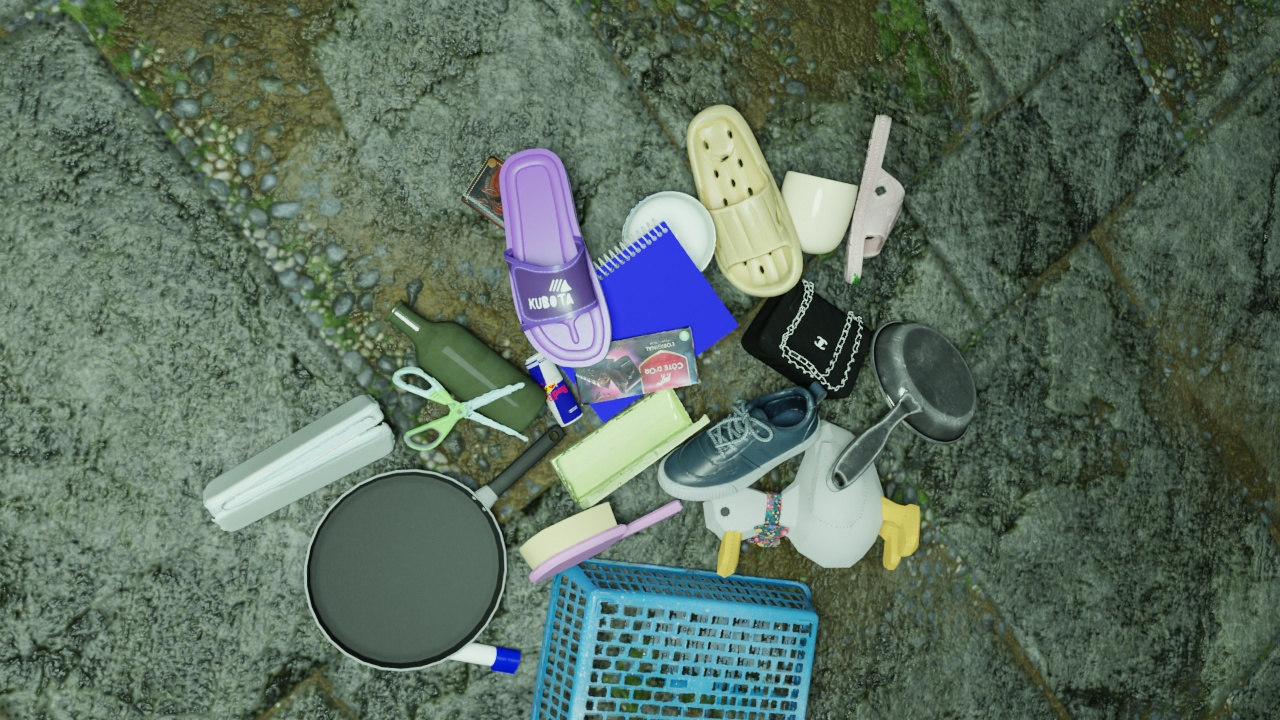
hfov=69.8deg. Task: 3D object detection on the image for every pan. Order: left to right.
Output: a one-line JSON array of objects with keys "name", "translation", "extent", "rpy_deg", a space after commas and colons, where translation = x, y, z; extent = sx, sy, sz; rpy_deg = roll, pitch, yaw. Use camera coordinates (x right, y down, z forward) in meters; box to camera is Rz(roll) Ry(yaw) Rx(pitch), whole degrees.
[{"name": "pan", "translation": [-0.224, 0.199, 1.086], "extent": [0.355, 0.034, 0.225], "rpy_deg": [-42, 95, -20]}, {"name": "pan", "translation": [0.343, 0.064, 1.210], "extent": [0.187, 0.055, 0.355], "rpy_deg": [51, 47, 1]}]

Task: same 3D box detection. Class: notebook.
[{"name": "notebook", "translation": [-0.012, -0.051, 1.142], "extent": [0.209, 0.022, 0.171], "rpy_deg": [-36, 102, 4]}]

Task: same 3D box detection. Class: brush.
[{"name": "brush", "translation": [-0.043, 0.204, 1.123], "extent": [0.228, 0.089, 0.043], "rpy_deg": [-18, 71, -39]}]

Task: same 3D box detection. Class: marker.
[{"name": "marker", "translation": [-0.212, 0.350, 1.100], "extent": [0.133, 0.023, 0.027], "rpy_deg": [16, 102, -17]}]

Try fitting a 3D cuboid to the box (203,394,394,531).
[{"name": "box", "translation": [-0.382, 0.101, 1.012], "extent": [0.215, 0.123, 0.083], "rpy_deg": [-27, 74, -22]}]

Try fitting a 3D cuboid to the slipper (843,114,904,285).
[{"name": "slipper", "translation": [0.327, -0.219, 1.252], "extent": [0.064, 0.094, 0.239], "rpy_deg": [11, 80, 10]}]

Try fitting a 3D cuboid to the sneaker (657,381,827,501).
[{"name": "sneaker", "translation": [0.130, 0.099, 1.164], "extent": [0.235, 0.089, 0.087], "rpy_deg": [-25, 141, -10]}]

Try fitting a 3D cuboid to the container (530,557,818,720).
[{"name": "container", "translation": [0.057, 0.396, 1.154], "extent": [0.362, 0.089, 0.257], "rpy_deg": [10, 86, -18]}]

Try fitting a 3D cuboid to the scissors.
[{"name": "scissors", "translation": [-0.212, 0.053, 1.061], "extent": [0.172, 0.024, 0.160], "rpy_deg": [-26, 106, 15]}]

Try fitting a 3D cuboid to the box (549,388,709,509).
[{"name": "box", "translation": [-0.016, 0.102, 1.150], "extent": [0.187, 0.092, 0.083], "rpy_deg": [-34, 82, -19]}]

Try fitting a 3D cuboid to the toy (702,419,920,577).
[{"name": "toy", "translation": [0.222, 0.190, 1.196], "extent": [0.267, 0.141, 0.246], "rpy_deg": [16, 65, 7]}]

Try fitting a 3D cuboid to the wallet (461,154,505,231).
[{"name": "wallet", "translation": [-0.153, -0.192, 1.135], "extent": [0.123, 0.019, 0.072], "rpy_deg": [33, 79, -15]}]

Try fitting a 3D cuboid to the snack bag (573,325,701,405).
[{"name": "snack bag", "translation": [-0.007, 0.006, 1.137], "extent": [0.155, 0.018, 0.074], "rpy_deg": [-11, 103, -4]}]

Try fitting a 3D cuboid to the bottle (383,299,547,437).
[{"name": "bottle", "translation": [-0.209, 0.004, 1.085], "extent": [0.207, 0.071, 0.071], "rpy_deg": [39, 77, -14]}]

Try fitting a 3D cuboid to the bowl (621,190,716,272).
[{"name": "bowl", "translation": [0.034, -0.156, 1.167], "extent": [0.118, 0.062, 0.118], "rpy_deg": [0, 100, -2]}]

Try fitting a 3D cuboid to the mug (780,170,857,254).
[{"name": "mug", "translation": [0.236, -0.194, 1.229], "extent": [0.120, 0.096, 0.100], "rpy_deg": [-7, 114, -54]}]

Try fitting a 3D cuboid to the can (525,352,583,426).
[{"name": "can", "translation": [-0.108, 0.035, 1.138], "extent": [0.032, 0.032, 0.095], "rpy_deg": [-32, 98, -17]}]

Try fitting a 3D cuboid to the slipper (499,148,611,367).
[{"name": "slipper", "translation": [-0.109, -0.120, 1.075], "extent": [0.107, 0.084, 0.266], "rpy_deg": [-12, 90, 4]}]

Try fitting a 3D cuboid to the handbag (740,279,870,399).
[{"name": "handbag", "translation": [0.233, -0.032, 1.211], "extent": [0.153, 0.115, 0.125], "rpy_deg": [32, 77, -11]}]

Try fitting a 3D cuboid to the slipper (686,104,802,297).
[{"name": "slipper", "translation": [0.120, -0.203, 1.178], "extent": [0.111, 0.079, 0.261], "rpy_deg": [-20, 88, 25]}]
